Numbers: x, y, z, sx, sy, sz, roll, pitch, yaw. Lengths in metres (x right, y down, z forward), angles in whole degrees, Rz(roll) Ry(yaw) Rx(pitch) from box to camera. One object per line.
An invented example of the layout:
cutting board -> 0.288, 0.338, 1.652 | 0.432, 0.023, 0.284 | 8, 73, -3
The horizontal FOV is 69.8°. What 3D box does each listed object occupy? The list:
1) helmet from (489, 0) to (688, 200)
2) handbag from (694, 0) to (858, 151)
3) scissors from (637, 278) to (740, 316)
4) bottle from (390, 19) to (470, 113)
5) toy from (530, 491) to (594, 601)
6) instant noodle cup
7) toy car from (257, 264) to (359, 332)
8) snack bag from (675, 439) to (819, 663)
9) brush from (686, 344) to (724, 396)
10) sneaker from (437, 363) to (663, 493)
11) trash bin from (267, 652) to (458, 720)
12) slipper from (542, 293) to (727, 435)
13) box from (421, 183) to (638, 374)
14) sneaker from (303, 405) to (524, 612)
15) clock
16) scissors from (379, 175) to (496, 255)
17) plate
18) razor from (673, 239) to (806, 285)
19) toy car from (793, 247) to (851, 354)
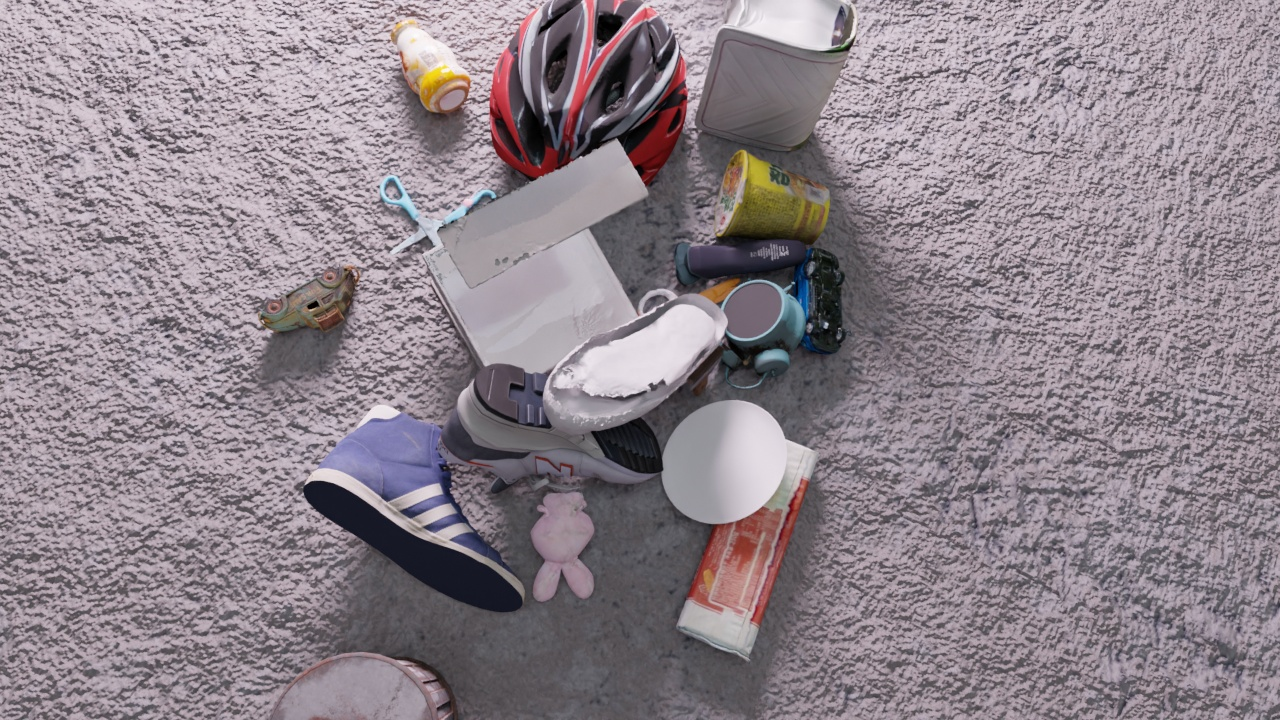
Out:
helmet -> -0.051, -0.306, 1.016 | 0.217, 0.167, 0.271 | 18, 60, -3
handbag -> 0.146, -0.323, 1.006 | 0.142, 0.199, 0.096 | 15, 71, -2
scissors -> 0.057, -0.067, 1.017 | 0.130, 0.013, 0.070 | -29, 79, -12
bottle -> -0.242, -0.337, 1.045 | 0.063, 0.063, 0.108 | -33, 78, -14
toy -> -0.078, 0.184, 0.911 | 0.063, 0.047, 0.110 | 0, 90, -14
instant noodle cup -> 0.147, -0.173, 1.018 | 0.108, 0.102, 0.102 | 12, 72, -11
toy car -> -0.338, -0.056, 0.958 | 0.111, 0.047, 0.047 | -32, 73, -13
snack bag -> 0.111, 0.183, 0.931 | 0.077, 0.041, 0.224 | 22, 74, 2
brush -> 0.063, 0.018, 0.922 | 0.008, 0.143, 0.045 | 43, 83, 10
sneaker -> -0.097, 0.084, 0.905 | 0.239, 0.124, 0.088 | 27, 38, -39
trash bin -> -0.225, 0.313, 0.770 | 0.131, 0.211, 0.130 | 1, 73, -5
slipper -> -0.005, 0.005, 0.897 | 0.112, 0.075, 0.246 | 30, 37, 23
box -> -0.127, -0.027, 1.097 | 0.168, 0.404, 0.171 | -29, 78, -14
sneaker -> -0.199, 0.139, 0.902 | 0.233, 0.092, 0.118 | 33, 44, -13
clock -> 0.122, -0.028, 0.975 | 0.090, 0.053, 0.124 | 8, 69, 35
scissors -> -0.231, -0.167, 1.021 | 0.135, 0.015, 0.135 | -37, 76, -22
plate -> 0.085, 0.104, 0.940 | 0.135, 0.011, 0.134 | -12, 58, 20
razor -> 0.109, -0.111, 1.001 | 0.143, 0.052, 0.047 | -6, 83, 9
toy car -> 0.195, -0.063, 1.006 | 0.056, 0.044, 0.120 | 14, 66, -34
